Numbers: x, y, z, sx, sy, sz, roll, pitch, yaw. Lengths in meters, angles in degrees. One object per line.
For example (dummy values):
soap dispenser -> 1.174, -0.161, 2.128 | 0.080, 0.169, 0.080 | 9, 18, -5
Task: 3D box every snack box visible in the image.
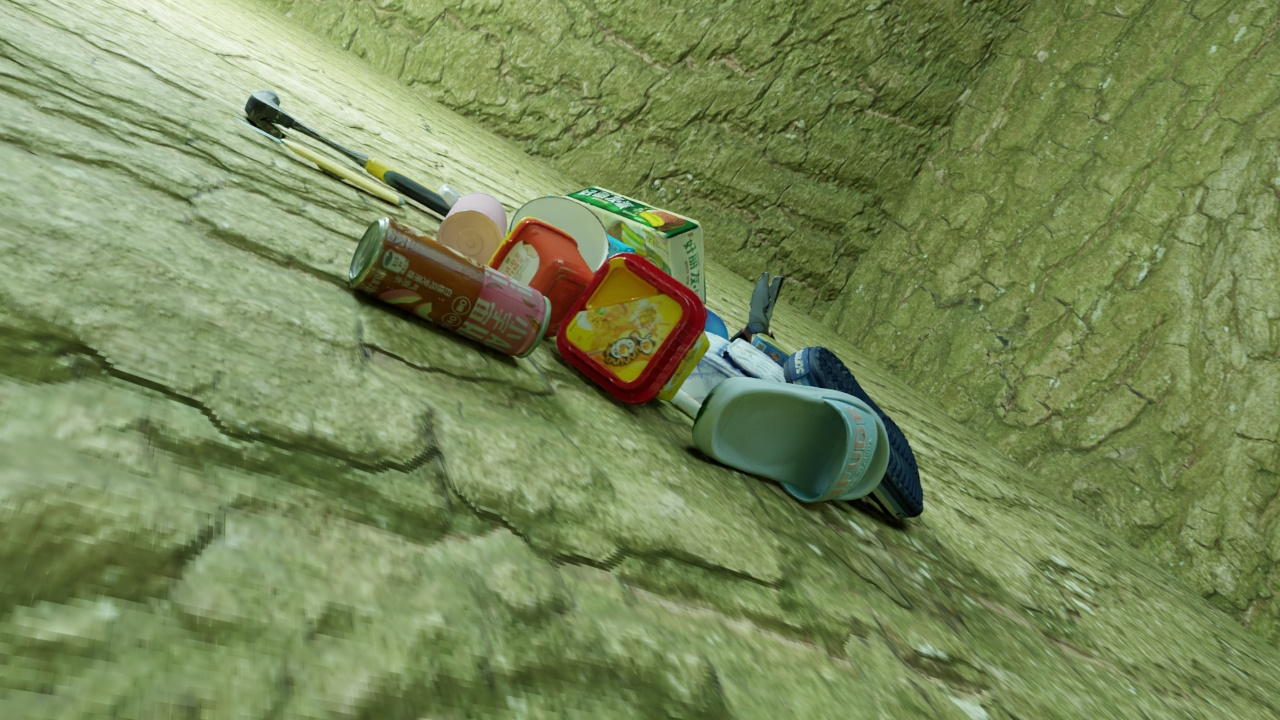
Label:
snack box -> -0.014, -0.149, 1.217 | 0.063, 0.115, 0.240 | -24, 33, -30
snack box -> -0.095, -0.075, 0.858 | 0.082, 0.091, 0.080 | 20, 23, -46

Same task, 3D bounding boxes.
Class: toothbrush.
toothbrush -> -0.006, 0.005, 0.938 | 0.191, 0.016, 0.018 | 36, 5, 22

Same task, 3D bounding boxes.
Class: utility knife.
utility knife -> -0.333, -0.210, 0.976 | 0.198, 0.021, 0.031 | 32, 3, -39

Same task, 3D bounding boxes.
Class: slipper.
slipper -> 0.219, 0.091, 0.982 | 0.253, 0.095, 0.104 | 48, 35, -28
slipper -> 0.152, 0.077, 0.837 | 0.245, 0.104, 0.074 | 18, 15, -37

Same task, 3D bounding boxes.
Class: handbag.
handbag -> 0.102, 0.021, 1.004 | 0.134, 0.076, 0.193 | 32, 11, 6

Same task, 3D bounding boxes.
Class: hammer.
hammer -> -0.300, -0.217, 1.071 | 0.323, 0.032, 0.126 | 28, 12, -23

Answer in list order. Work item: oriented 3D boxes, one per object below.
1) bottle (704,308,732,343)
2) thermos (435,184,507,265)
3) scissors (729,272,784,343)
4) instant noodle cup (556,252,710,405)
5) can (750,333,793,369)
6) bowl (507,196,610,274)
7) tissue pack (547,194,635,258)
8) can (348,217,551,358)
bottle -> 0.068, -0.043, 1.200 | 0.065, 0.065, 0.218 | 25, 11, -32
thermos -> -0.184, -0.148, 0.979 | 0.087, 0.067, 0.198 | 40, 10, -17
scissors -> 0.161, -0.034, 1.168 | 0.197, 0.206, 0.015 | 38, 51, -24
instant noodle cup -> 0.003, -0.020, 0.852 | 0.116, 0.116, 0.123 | 36, 0, 22
can -> 0.165, 0.026, 1.133 | 0.102, 0.083, 0.057 | 35, 12, 14
bowl -> -0.100, -0.125, 1.064 | 0.116, 0.116, 0.066 | 32, -33, -1
tissue pack -> -0.080, -0.133, 1.143 | 0.140, 0.090, 0.063 | 33, 10, 6
can -> -0.143, -0.053, 0.702 | 0.147, 0.058, 0.058 | 25, 13, -31
